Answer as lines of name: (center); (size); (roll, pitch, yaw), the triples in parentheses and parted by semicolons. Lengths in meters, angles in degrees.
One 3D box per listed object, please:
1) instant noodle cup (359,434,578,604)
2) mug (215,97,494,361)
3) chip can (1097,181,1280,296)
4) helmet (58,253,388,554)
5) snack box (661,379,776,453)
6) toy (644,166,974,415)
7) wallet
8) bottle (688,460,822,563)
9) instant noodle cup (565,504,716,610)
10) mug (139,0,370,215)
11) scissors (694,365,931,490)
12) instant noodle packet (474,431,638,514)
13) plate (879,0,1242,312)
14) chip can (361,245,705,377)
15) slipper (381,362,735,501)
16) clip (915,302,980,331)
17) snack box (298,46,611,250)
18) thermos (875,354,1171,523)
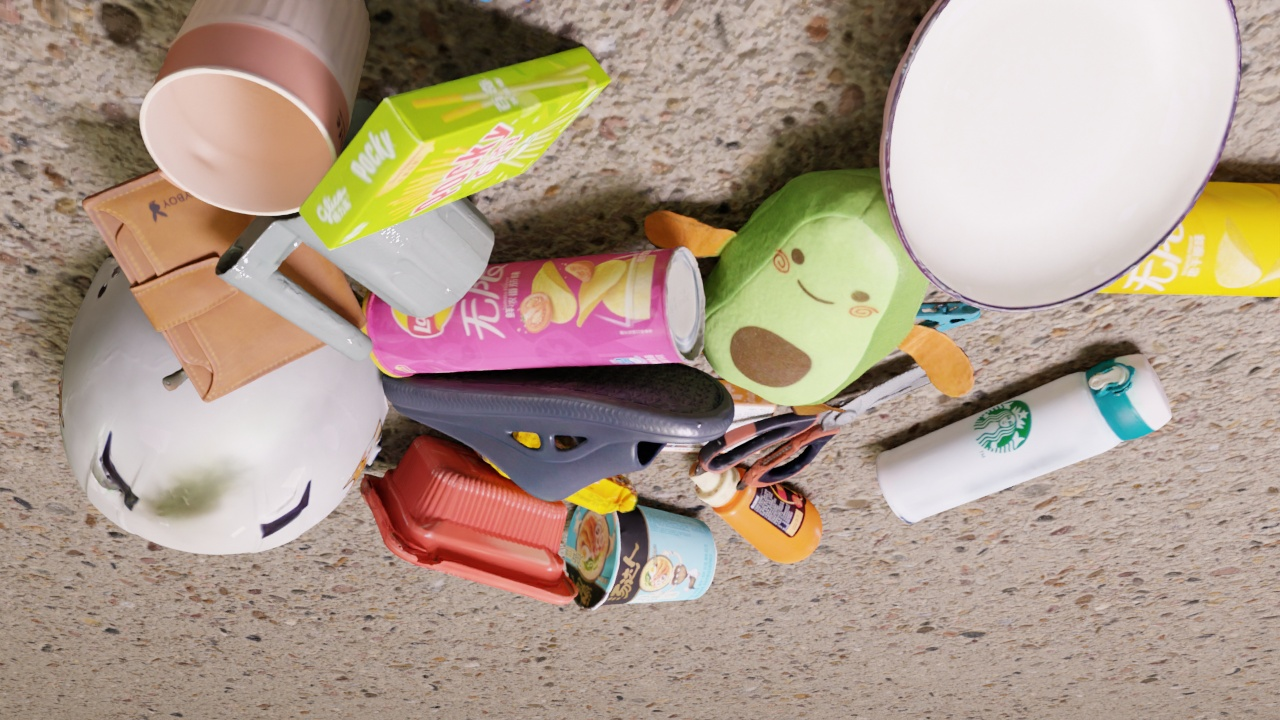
instant noodle cup: (-0.138, 0.126, 0.764); (0.164, 0.079, 0.189); (22, -177, -28)
mug: (-0.159, -0.068, 0.523); (0.124, 0.084, 0.103); (-50, 136, -3)
chip can: (0.311, -0.072, 0.547); (0.213, 0.072, 0.072); (2, 144, -2)
helmet: (-0.301, 0.058, 0.655); (0.230, 0.156, 0.275); (16, 141, -20)
snack box: (0.028, 0.045, 0.745); (0.153, 0.026, 0.075); (2, 143, -4)
toy: (0.103, -0.034, 0.579); (0.227, 0.089, 0.247); (24, 144, -1)
wallet: (-0.239, -0.051, 0.528); (0.118, 0.035, 0.131); (-32, 119, -23)
bottle: (0.101, 0.132, 0.839); (0.149, 0.066, 0.067); (35, 132, -28)
instant noodle cup: (0.005, 0.185, 0.881); (0.120, 0.111, 0.111); (11, 143, -27)
mug: (-0.188, -0.129, 0.441); (0.115, 0.105, 0.081); (-25, 137, 30)
scissors: (0.150, 0.054, 0.739); (0.201, 0.015, 0.207); (-3, 143, -15)
instant noodle packet: (-0.078, 0.083, 0.756); (0.128, 0.044, 0.111); (26, 173, -30)
plate: (0.203, -0.119, 0.461); (0.192, 0.039, 0.193); (-6, 116, -12)
chip can: (-0.069, -0.028, 0.574); (0.211, 0.071, 0.071); (-2, 145, 23)
slipper: (-0.058, 0.043, 0.623); (0.269, 0.110, 0.083); (5, 107, 29)
clip: (0.214, -0.031, 0.653); (0.054, 0.013, 0.033); (-13, 143, 17)
snack box: (-0.084, -0.107, 0.447); (0.086, 0.156, 0.026); (-35, 93, 37)
thermos: (0.302, 0.063, 0.736); (0.225, 0.073, 0.073); (-31, 134, 34)
